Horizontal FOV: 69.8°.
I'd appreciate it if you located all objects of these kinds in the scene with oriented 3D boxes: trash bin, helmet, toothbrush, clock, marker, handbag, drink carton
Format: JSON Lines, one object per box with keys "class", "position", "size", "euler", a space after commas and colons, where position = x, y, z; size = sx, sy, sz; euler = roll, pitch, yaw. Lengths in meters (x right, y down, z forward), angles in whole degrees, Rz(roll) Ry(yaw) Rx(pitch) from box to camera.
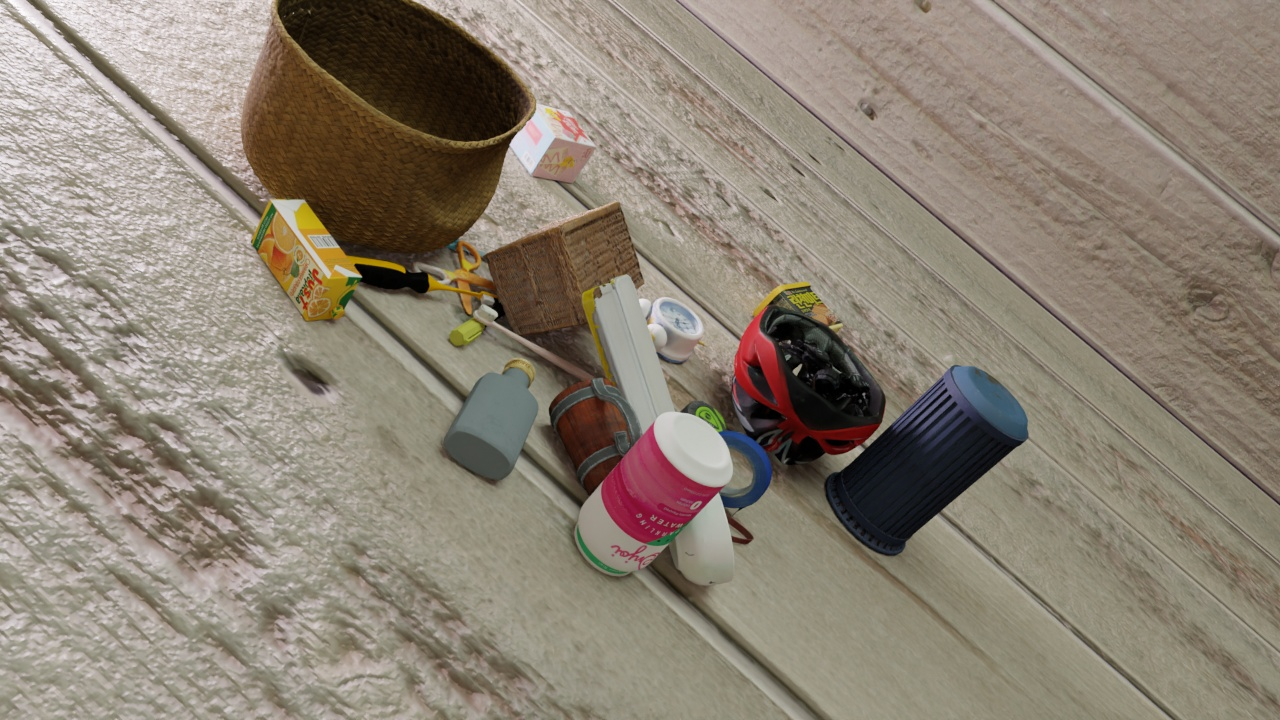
{"class": "trash bin", "position": [0.379, 0.128, 1.210], "size": [0.139, 0.250, 0.139], "euler": [28, 31, -19]}
{"class": "helmet", "position": [0.224, 0.030, 1.257], "size": [0.217, 0.167, 0.271], "euler": [37, 29, -3]}
{"class": "toothbrush", "position": [-0.116, -0.014, 1.073], "size": [0.181, 0.018, 0.015], "euler": [32, 32, -27]}
{"class": "toothbrush", "position": [-0.246, -0.088, 1.031], "size": [0.196, 0.031, 0.030], "euler": [11, 43, -36]}
{"class": "clock", "position": [0.031, -0.045, 1.268], "size": [0.125, 0.052, 0.088], "euler": [9, 42, -37]}
{"class": "marker", "position": [-0.181, -0.045, 1.061], "size": [0.021, 0.018, 0.123], "euler": [40, 28, 2]}
{"class": "handbag", "position": [0.082, 0.180, 1.040], "size": [0.119, 0.029, 0.055], "euler": [31, 32, -24]}
{"class": "drink carton", "position": [-0.335, -0.100, 0.922], "size": [0.122, 0.058, 0.041], "euler": [49, 31, 18]}

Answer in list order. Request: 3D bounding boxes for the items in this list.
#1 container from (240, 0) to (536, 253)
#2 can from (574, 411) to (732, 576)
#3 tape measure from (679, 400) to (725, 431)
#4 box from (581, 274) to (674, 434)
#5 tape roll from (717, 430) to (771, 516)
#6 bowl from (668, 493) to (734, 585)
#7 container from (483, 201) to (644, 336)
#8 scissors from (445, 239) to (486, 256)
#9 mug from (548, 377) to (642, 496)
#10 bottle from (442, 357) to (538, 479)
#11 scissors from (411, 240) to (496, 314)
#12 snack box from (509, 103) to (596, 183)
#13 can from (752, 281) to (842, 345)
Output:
{"class": "container", "position": [-0.300, -0.274, 1.057], "size": [0.307, 0.197, 0.306], "euler": [25, 34, -18]}
{"class": "can", "position": [0.010, 0.129, 0.880], "size": [0.088, 0.166, 0.088], "euler": [28, 31, -19]}
{"class": "tape measure", "position": [0.076, 0.084, 1.155], "size": [0.065, 0.036, 0.058], "euler": [35, 39, -14]}
{"class": "box", "position": [-0.006, 0.006, 1.075], "size": [0.126, 0.023, 0.209], "euler": [-31, 104, -62]}
{"class": "tape roll", "position": [0.105, 0.127, 1.066], "size": [0.093, 0.092, 0.016], "euler": [48, 30, 6]}
{"class": "bowl", "position": [0.057, 0.180, 0.942], "size": [0.054, 0.105, 0.104], "euler": [-11, 46, -8]}
{"class": "container", "position": [-0.089, -0.114, 1.127], "size": [0.198, 0.113, 0.114], "euler": [-42, 118, -62]}
{"class": "scissors", "position": [-0.224, -0.144, 1.157], "size": [0.136, 0.015, 0.056], "euler": [17, 33, -26]}
{"class": "mug", "position": [-0.036, 0.075, 0.961], "size": [0.081, 0.118, 0.111], "euler": [-6, 54, -29]}
{"class": "bottle", "position": [-0.143, 0.051, 0.941], "size": [0.072, 0.046, 0.160], "euler": [33, 30, -10]}
{"class": "scissors", "position": [-0.216, -0.102, 1.102], "size": [0.128, 0.011, 0.125], "euler": [11, 44, -34]}
{"class": "snack box", "position": [-0.142, -0.347, 1.462], "size": [0.094, 0.080, 0.093], "euler": [0, 47, -49]}
{"class": "can", "position": [0.268, -0.070, 1.547], "size": [0.101, 0.073, 0.130], "euler": [52, 32, 17]}
